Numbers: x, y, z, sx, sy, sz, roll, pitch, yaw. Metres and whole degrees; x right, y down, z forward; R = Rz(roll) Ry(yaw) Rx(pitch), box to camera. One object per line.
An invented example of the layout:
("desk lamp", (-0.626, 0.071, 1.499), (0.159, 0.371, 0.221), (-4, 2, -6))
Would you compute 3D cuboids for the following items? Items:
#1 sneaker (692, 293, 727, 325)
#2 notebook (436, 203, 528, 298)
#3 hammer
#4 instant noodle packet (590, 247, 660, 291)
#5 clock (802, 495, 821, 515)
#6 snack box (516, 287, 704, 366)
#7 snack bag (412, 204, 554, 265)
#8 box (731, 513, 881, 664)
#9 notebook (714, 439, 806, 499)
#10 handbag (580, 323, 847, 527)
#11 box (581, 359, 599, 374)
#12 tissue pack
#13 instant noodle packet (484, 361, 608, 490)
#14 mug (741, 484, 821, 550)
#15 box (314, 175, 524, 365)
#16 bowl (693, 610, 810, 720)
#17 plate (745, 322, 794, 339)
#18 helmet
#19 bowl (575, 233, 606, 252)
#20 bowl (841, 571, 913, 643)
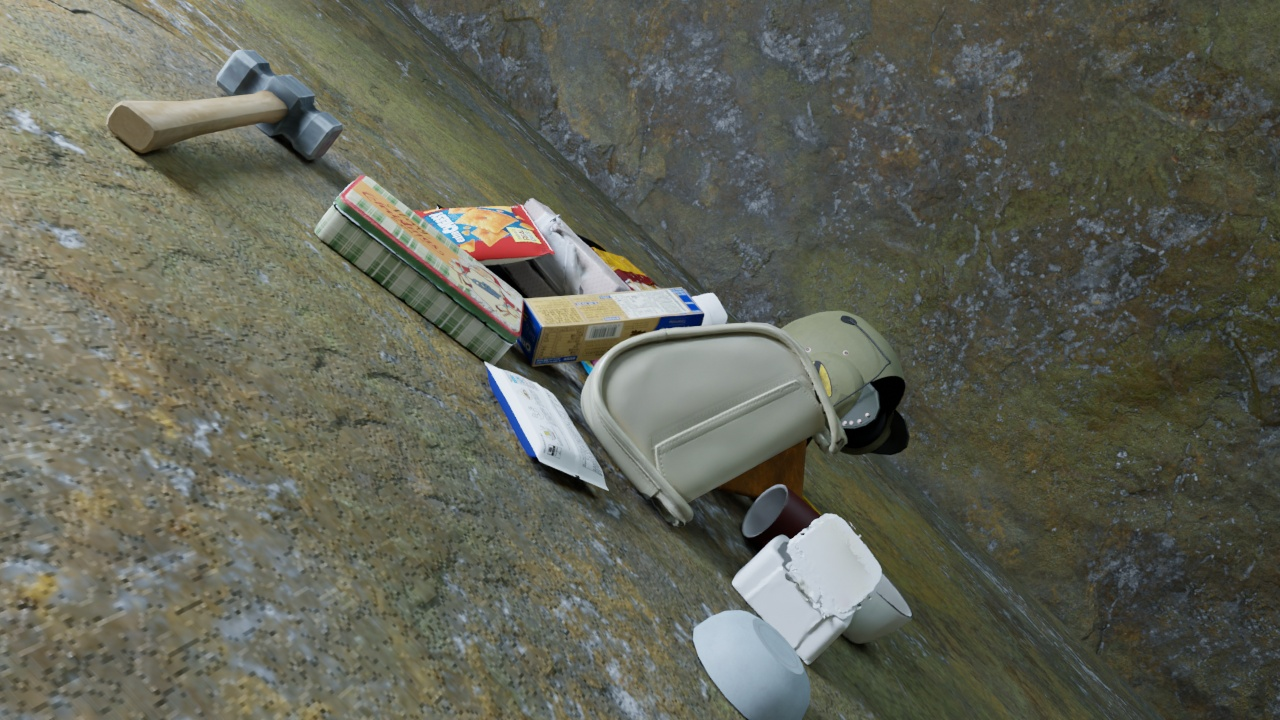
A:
("sneaker", (0.103, 0.007, 1.234), (0.090, 0.104, 0.237), (55, -10, 50))
("notebook", (-0.177, -0.109, 1.124), (0.149, 0.016, 0.206), (33, 14, -36))
("hammer", (-0.365, -0.218, 0.808), (0.117, 0.051, 0.322), (40, 14, -12))
("instant noodle packet", (-0.017, -0.098, 1.169), (0.098, 0.040, 0.135), (46, 14, 13))
("clock", (0.196, 0.197, 1.175), (0.152, 0.052, 0.113), (45, 11, -8))
("snack box", (-0.032, -0.038, 1.001), (0.206, 0.057, 0.056), (-6, 42, -32))
("snack bag", (-0.185, -0.143, 1.036), (0.143, 0.039, 0.130), (-7, 36, -22))
("box", (0.172, 0.200, 0.878), (0.110, 0.130, 0.103), (43, 10, 14))
("notebook", (0.111, 0.063, 1.055), (0.249, 0.178, 0.014), (19, -18, -40))
("handbag", (0.064, 0.054, 0.919), (0.184, 0.228, 0.132), (65, -16, 8))
("box", (-0.006, 0.006, 1.112), (0.124, 0.082, 0.221), (33, 13, -40))
("tissue pack", (-0.100, -0.111, 1.089), (0.181, 0.104, 0.071), (49, 17, 28))
("instant noodle packet", (-0.082, 0.056, 0.799), (0.087, 0.026, 0.134), (31, 16, -45))
("mug", (0.164, 0.203, 1.018), (0.082, 0.073, 0.105), (40, 40, -13))
("box", (-0.201, -0.086, 0.868), (0.205, 0.050, 0.117), (38, 11, -17))
("bowl", (0.092, 0.232, 0.705), (0.106, 0.039, 0.106), (41, 11, -10))
("plate", (0.141, 0.045, 1.177), (0.188, 0.188, 0.027), (38, -13, -21))
("helmet", (0.258, 0.053, 1.342), (0.233, 0.256, 0.250), (54, 13, 32))
("bowl", (-0.109, -0.130, 1.197), (0.124, 0.052, 0.124), (16, -9, 2))
("bowl", (0.242, 0.265, 1.031), (0.116, 0.066, 0.116), (41, 11, -10))
